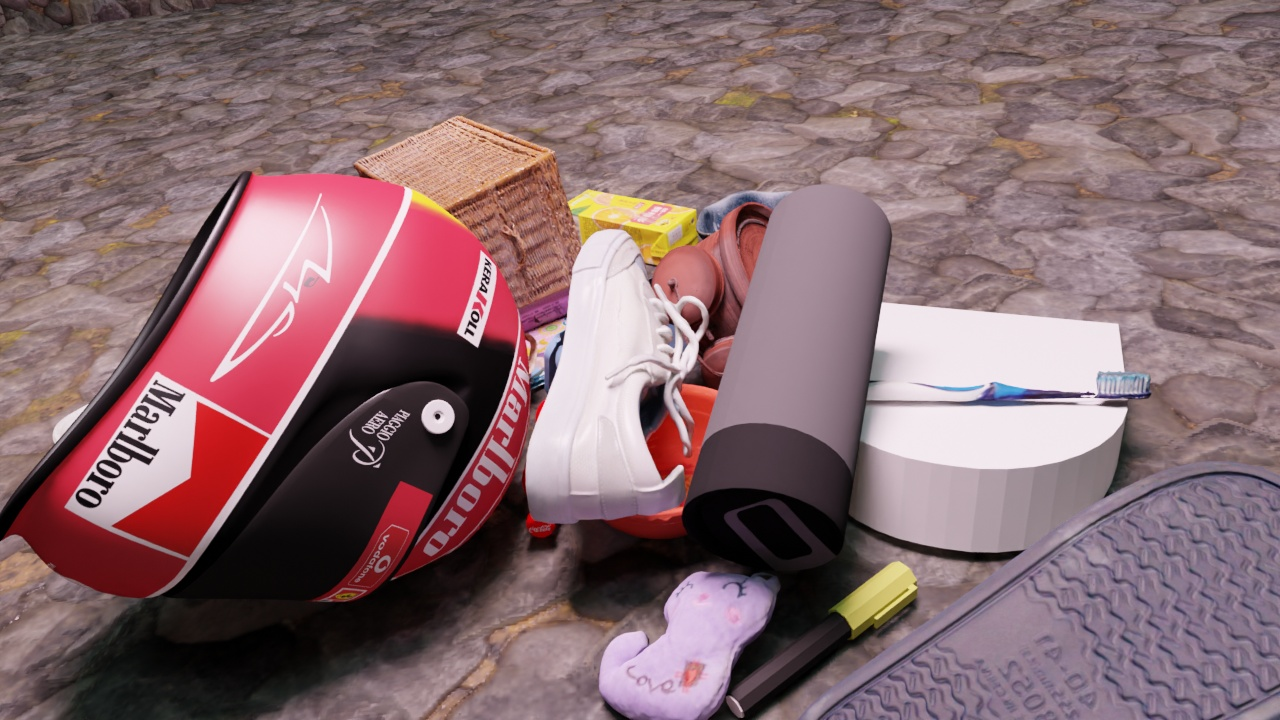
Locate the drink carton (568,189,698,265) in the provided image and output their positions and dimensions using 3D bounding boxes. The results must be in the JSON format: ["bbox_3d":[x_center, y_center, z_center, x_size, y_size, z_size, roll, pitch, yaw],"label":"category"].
[{"bbox_3d":[-0.013,-0.132,0.898,0.135,0.043,0.058,17,40,33],"label":"drink carton"}]

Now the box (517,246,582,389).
[{"bbox_3d":[-0.114,-0.026,0.767,0.230,0.035,0.159,-25,36,-22],"label":"box"}]

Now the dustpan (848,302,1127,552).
[{"bbox_3d":[0.216,0.034,0.617,0.192,0.053,0.257,7,25,22],"label":"dustpan"}]

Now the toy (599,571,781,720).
[{"bbox_3d":[0.024,0.143,0.474,0.080,0.036,0.099,-6,29,36],"label":"toy"}]

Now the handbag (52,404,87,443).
[{"bbox_3d":[-0.291,0.054,0.652,0.139,0.073,0.194,27,46,30],"label":"handbag"}]

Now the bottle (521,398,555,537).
[{"bbox_3d":[-0.058,0.069,0.605,0.036,0.036,0.118,-4,34,6],"label":"bottle"}]

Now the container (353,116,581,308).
[{"bbox_3d":[-0.148,-0.124,0.787,0.112,0.114,0.198,-30,36,-22],"label":"container"}]

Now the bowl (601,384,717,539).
[{"bbox_3d":[0.014,0.069,0.581,0.130,0.045,0.130,-6,33,4],"label":"bowl"}]

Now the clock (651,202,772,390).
[{"bbox_3d":[0.072,-0.042,0.664,0.072,0.120,0.157,-29,9,35],"label":"clock"}]

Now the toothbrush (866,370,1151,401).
[{"bbox_3d":[0.213,0.016,0.562,0.189,0.017,0.016,-1,14,7],"label":"toothbrush"}]

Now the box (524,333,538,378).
[{"bbox_3d":[-0.170,-0.007,0.673,0.188,0.056,0.064,12,-14,-18],"label":"box"}]

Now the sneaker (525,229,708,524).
[{"bbox_3d":[-0.003,0.003,0.571,0.091,0.090,0.241,1,41,6],"label":"sneaker"}]

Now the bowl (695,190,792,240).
[{"bbox_3d":[0.107,-0.108,0.823,0.110,0.055,0.110,-6,32,3],"label":"bowl"}]

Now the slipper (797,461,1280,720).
[{"bbox_3d":[0.191,0.149,0.403,0.268,0.083,0.110,-30,44,-1],"label":"slipper"}]

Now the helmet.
[{"bbox_3d":[-0.180,0.028,0.532,0.198,0.224,0.270,-9,53,56],"label":"helmet"}]

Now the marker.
[{"bbox_3d":[0.096,0.144,0.474,0.123,0.017,0.021,-28,37,-25],"label":"marker"}]

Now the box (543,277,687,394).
[{"bbox_3d":[0.005,-0.033,0.726,0.209,0.068,0.059,-35,26,-34],"label":"box"}]

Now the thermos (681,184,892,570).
[{"bbox_3d":[0.093,0.002,0.537,0.082,0.082,0.239,5,48,19],"label":"thermos"}]
